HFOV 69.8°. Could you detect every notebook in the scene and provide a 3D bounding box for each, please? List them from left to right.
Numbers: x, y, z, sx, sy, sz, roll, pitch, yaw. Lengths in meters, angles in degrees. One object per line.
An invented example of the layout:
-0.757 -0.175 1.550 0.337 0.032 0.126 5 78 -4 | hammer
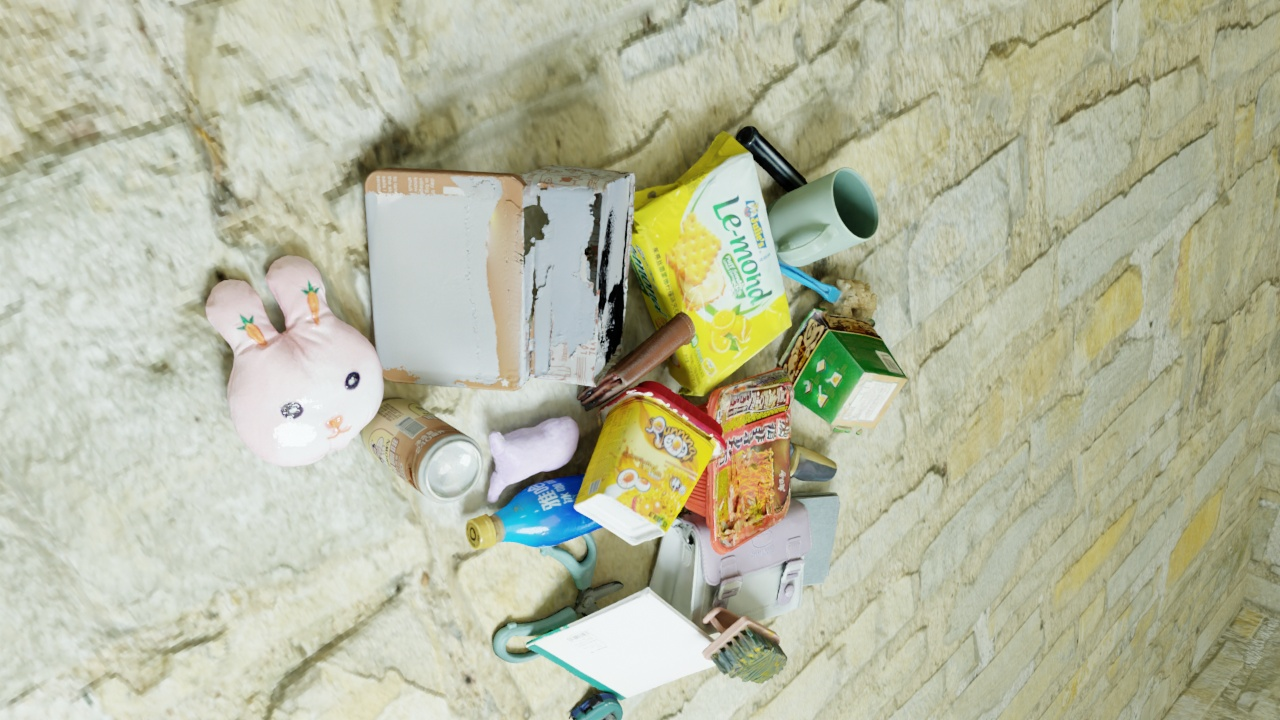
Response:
-0.008 0.318 1.005 0.150 0.012 0.209 -26 137 14 | notebook

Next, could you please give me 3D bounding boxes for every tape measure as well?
-0.047 0.412 1.060 0.054 0.025 0.058 -37 129 -4 | tape measure

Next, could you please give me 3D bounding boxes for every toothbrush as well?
0.177 -0.200 1.042 0.027 0.026 0.212 -49 135 12 | toothbrush

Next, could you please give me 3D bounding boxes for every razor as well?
0.202 0.126 1.171 0.167 0.062 0.067 20 61 -49 | razor

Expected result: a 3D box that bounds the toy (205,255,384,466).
-0.268 0.004 0.711 0.121 0.054 0.159 -32 116 -29 | toy

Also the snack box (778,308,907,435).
0.248 0.017 1.100 0.118 0.105 0.118 6 122 -36 | snack box

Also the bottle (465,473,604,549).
-0.073 0.149 0.923 0.218 0.065 0.065 -10 111 -38 | bottle

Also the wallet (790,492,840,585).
0.217 0.239 1.231 0.106 0.037 0.130 2 103 -31 | wallet

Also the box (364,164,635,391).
-0.111 -0.079 0.800 0.157 0.198 0.181 -62 155 -70 | box

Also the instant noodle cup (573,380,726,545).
0.004 0.103 0.890 0.116 0.116 0.123 34 59 -13 | instant noodle cup

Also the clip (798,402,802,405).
0.229 0.049 1.181 0.056 0.045 0.014 -17 113 -39 | clip

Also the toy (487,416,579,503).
-0.103 0.091 0.894 0.107 0.039 0.084 -20 131 -41 | toy

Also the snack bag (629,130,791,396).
0.067 -0.092 0.955 0.157 0.068 0.247 -37 127 -25 | snack bag

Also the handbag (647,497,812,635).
0.113 0.243 1.104 0.196 0.099 0.145 -2 101 -41 | handbag

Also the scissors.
-0.093 0.260 0.978 0.180 0.019 0.170 -43 130 -22 | scissors

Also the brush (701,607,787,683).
0.119 0.318 1.030 0.063 0.073 0.145 -43 146 4 | brush

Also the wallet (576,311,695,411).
-0.005 0.005 0.900 0.101 0.125 0.032 -37 89 -26 | wallet

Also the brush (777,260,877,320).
0.206 -0.090 1.104 0.254 0.046 0.083 24 93 -40 | brush

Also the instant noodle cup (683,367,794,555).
0.107 0.108 1.035 0.164 0.079 0.189 -13 104 -50 | instant noodle cup

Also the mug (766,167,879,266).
0.188 -0.144 0.998 0.082 0.107 0.111 50 49 -19 | mug

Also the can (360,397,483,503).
-0.183 0.073 0.762 0.058 0.116 0.058 -15 114 -37 | can
